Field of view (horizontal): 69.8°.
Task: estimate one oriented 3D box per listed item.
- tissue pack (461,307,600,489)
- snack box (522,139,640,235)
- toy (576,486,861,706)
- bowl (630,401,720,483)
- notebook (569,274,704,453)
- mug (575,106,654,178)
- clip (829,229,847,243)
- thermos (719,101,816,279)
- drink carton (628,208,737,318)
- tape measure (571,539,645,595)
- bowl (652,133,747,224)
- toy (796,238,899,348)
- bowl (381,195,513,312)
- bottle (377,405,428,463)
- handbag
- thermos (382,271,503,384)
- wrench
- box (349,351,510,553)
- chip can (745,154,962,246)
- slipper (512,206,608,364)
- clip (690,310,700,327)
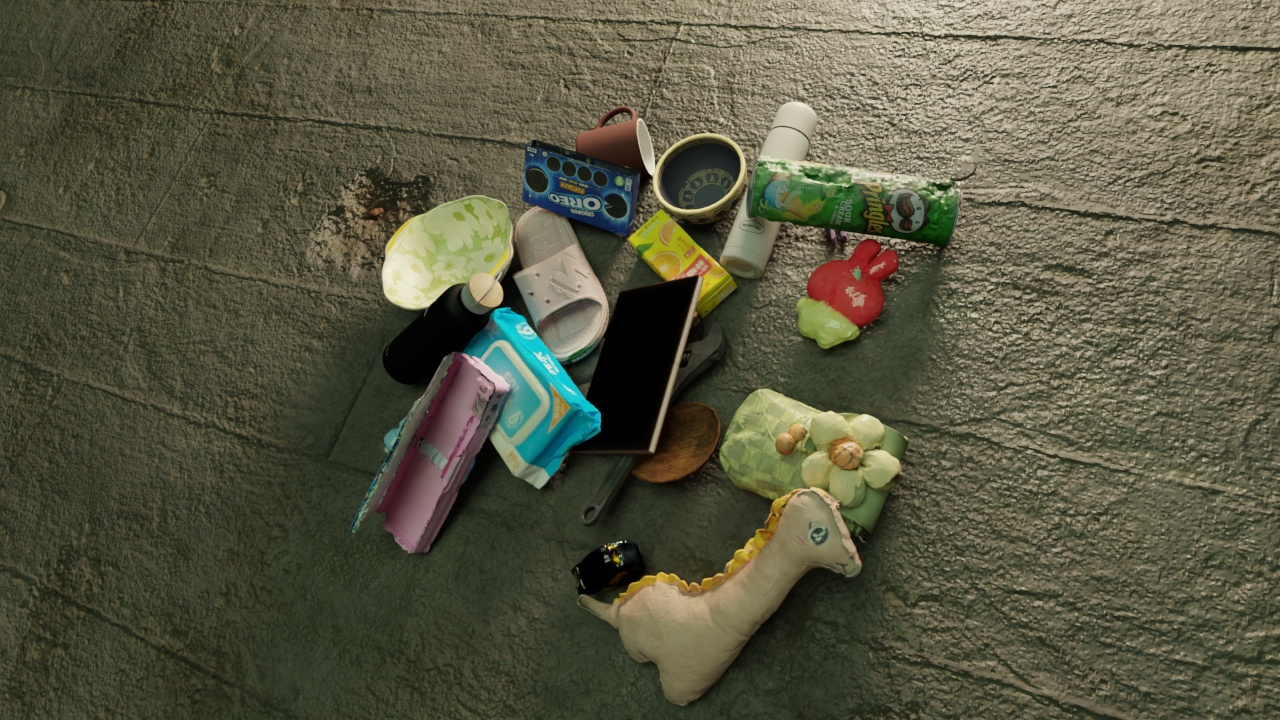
[{"bbox_3d":[-0.136,0.043,1.062,0.117,0.066,0.209,-49,60,14],"label":"tissue pack"},{"bbox_3d":[-0.076,-0.216,1.145,0.150,0.082,0.027,20,37,16],"label":"snack box"},{"bbox_3d":[0.073,0.206,0.874,0.196,0.065,0.265,38,107,14],"label":"toy"},{"bbox_3d":[0.042,0.094,0.994,0.114,0.026,0.101,-11,47,33],"label":"bowl"},{"bbox_3d":[-0.006,0.006,1.035,0.142,0.008,0.208,-7,60,49],"label":"notebook"},{"bbox_3d":[-0.033,-0.278,1.175,0.083,0.073,0.105,-10,68,16],"label":"mug"},{"bbox_3d":[0.224,-0.159,1.061,0.036,0.013,0.053,-22,63,11],"label":"clip"},{"bbox_3d":[0.155,-0.205,1.085,0.052,0.052,0.223,14,72,25],"label":"thermos"},{"bbox_3d":[0.050,-0.115,1.089,0.058,0.043,0.134,-43,58,2],"label":"drink carton"},{"bbox_3d":[-0.029,0.211,0.952,0.067,0.062,0.038,-51,49,36],"label":"tape measure"},{"bbox_3d":[0.077,-0.210,1.111,0.112,0.061,0.112,-8,64,17],"label":"bowl"},{"bbox_3d":[0.226,-0.075,1.001,0.092,0.045,0.135,34,86,33],"label":"toy"},{"bbox_3d":[-0.235,-0.124,1.178,0.219,0.060,0.188,21,67,38],"label":"bowl"},{"bbox_3d":[-0.268,0.080,1.118,0.130,0.040,0.040,-41,59,-2],"label":"bottle"},{"bbox_3d":[0.165,0.094,0.904,0.186,0.117,0.113,19,74,25],"label":"handbag"},{"bbox_3d":[-0.228,-0.042,1.079,0.232,0.061,0.061,-32,52,44],"label":"thermos"},{"bbox_3d":[0.013,0.065,1.011,0.073,0.018,0.272,15,65,47],"label":"wrench"},{"bbox_3d":[-0.246,0.103,1.026,0.085,0.096,0.230,36,103,31],"label":"box"},{"bbox_3d":[0.229,-0.176,1.001,0.223,0.075,0.075,10,69,8],"label":"chip can"},{"bbox_3d":[-0.107,-0.108,1.133,0.094,0.064,0.239,-25,59,8],"label":"slipper"},{"bbox_3d":[0.045,-0.043,1.064,0.061,0.043,0.024,8,55,33],"label":"clip"}]
